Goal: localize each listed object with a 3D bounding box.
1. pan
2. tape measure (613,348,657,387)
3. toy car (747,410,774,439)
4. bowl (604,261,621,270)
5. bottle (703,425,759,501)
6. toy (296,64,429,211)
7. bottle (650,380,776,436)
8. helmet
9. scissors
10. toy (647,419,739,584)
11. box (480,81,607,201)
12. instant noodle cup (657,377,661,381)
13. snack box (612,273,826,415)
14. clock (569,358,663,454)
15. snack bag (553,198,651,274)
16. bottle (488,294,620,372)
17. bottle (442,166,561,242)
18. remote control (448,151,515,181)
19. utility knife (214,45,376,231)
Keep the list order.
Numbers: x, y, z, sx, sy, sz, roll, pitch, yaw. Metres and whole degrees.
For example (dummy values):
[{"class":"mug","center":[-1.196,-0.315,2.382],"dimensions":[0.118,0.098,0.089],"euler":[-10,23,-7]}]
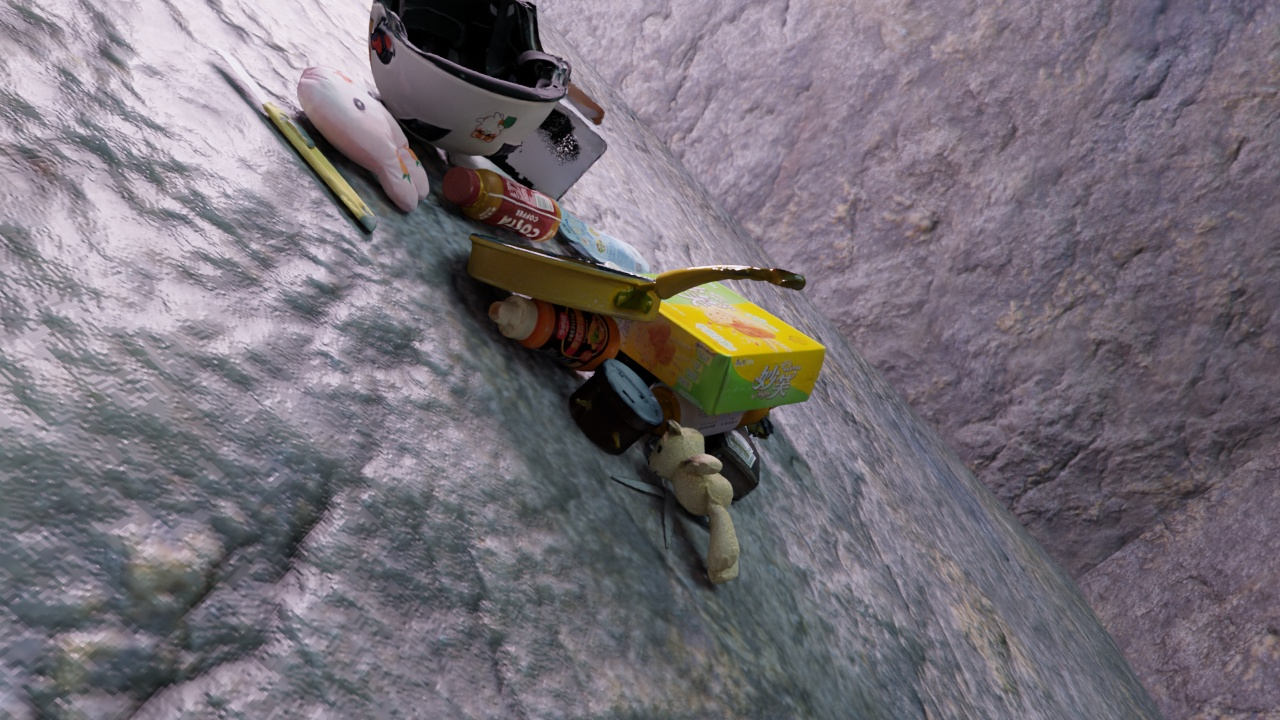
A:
[{"class":"pan","center":[-0.010,-0.077,0.839],"dimensions":[0.358,0.078,0.197],"euler":[20,9,39]},{"class":"tape measure","center":[-0.006,0.006,1.031],"dimensions":[0.058,0.039,0.057],"euler":[36,20,-35]},{"class":"toy car","center":[0.118,0.048,1.241],"dimensions":[0.158,0.042,0.070],"euler":[44,11,18]},{"class":"bowl","center":[-0.045,-0.078,1.084],"dimensions":[0.118,0.065,0.118],"euler":[42,17,-17]},{"class":"bottle","center":[0.109,0.101,1.101],"dimensions":[0.080,0.044,0.194],"euler":[46,15,-6]},{"class":"toy","center":[-0.262,-0.216,0.881],"dimensions":[0.159,0.054,0.121],"euler":[50,15,-21]},{"class":"bottle","center":[0.088,0.047,1.027],"dimensions":[0.189,0.068,0.068],"euler":[-7,53,-43]},{"class":"helmet","center":[-0.212,-0.325,1.056],"dimensions":[0.229,0.157,0.273],"euler":[3,47,-36]},{"class":"scissors","center":[0.027,0.125,0.889],"dimensions":[0.179,0.014,0.159],"euler":[29,25,-45]},{"class":"toy","center":[0.055,0.130,0.849],"dimensions":[0.105,0.066,0.157],"euler":[73,-4,-56]},{"class":"box","center":[-0.157,-0.347,1.273],"dimensions":[0.182,0.152,0.174],"euler":[35,18,-37]},{"class":"instant noodle cup","center":[0.059,-0.003,1.162],"dimensions":[0.173,0.060,0.137],"euler":[50,26,13]},{"class":"snack box","center":[0.070,-0.025,0.997],"dimensions":[0.157,0.070,0.210],"euler":[-5,31,-41]},{"class":"clock","center":[-0.020,0.043,0.883],"dimensions":[0.082,0.055,0.121],"euler":[47,15,1]},{"class":"snack bag","center":[-0.060,-0.164,1.294],"dimensions":[0.190,0.039,0.110],"euler":[21,36,-54]},{"class":"bottle","center":[-0.086,-0.031,0.888],"dimensions":[0.149,0.067,0.066],"euler":[17,34,-48]},{"class":"bottle","center":[-0.156,-0.179,1.043],"dimensions":[0.057,0.057,0.174],"euler":[54,17,20]},{"class":"remote control","center":[-0.190,-0.231,1.142],"dimensions":[0.125,0.024,0.049],"euler":[34,21,-38]},{"class":"utility knife","center":[-0.299,-0.192,0.799],"dimensions":[0.216,0.022,0.031],"euler":[44,10,4]}]
